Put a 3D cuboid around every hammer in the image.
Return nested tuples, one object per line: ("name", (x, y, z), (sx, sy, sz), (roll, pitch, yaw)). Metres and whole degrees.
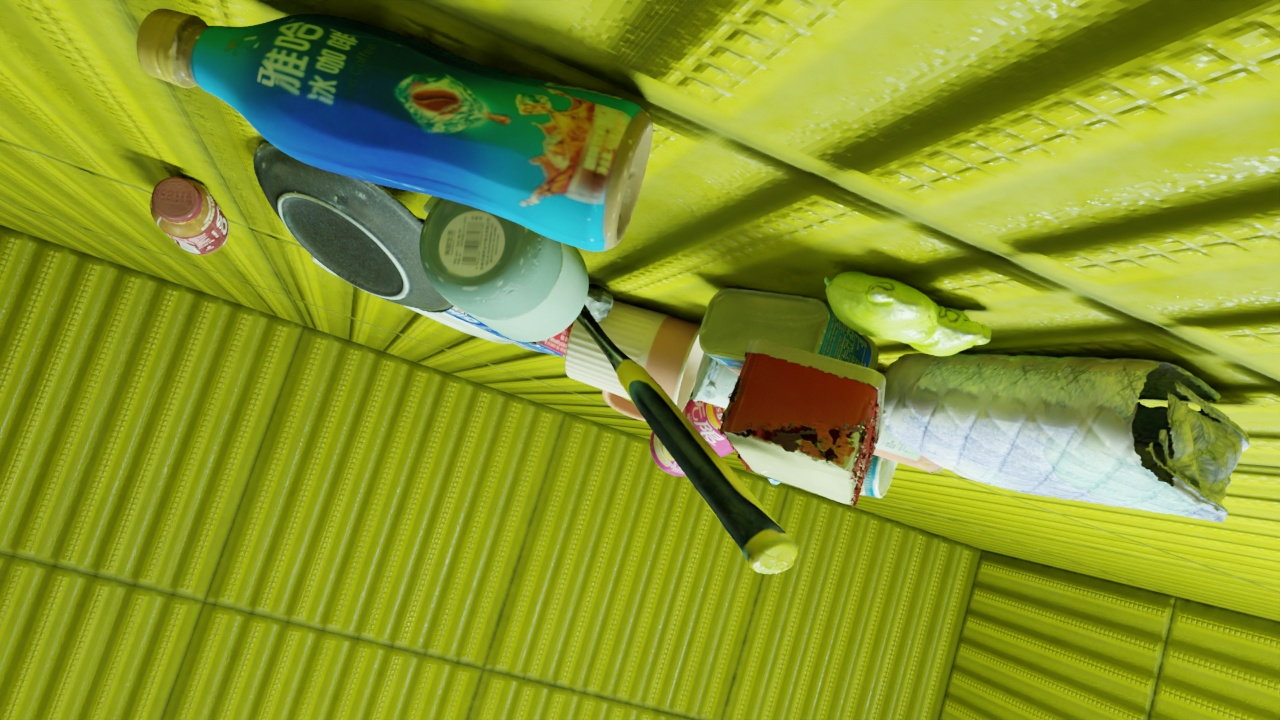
("hammer", (-0.001, 0.021, 0.641), (0.126, 0.032, 0.323), (25, -161, -47))

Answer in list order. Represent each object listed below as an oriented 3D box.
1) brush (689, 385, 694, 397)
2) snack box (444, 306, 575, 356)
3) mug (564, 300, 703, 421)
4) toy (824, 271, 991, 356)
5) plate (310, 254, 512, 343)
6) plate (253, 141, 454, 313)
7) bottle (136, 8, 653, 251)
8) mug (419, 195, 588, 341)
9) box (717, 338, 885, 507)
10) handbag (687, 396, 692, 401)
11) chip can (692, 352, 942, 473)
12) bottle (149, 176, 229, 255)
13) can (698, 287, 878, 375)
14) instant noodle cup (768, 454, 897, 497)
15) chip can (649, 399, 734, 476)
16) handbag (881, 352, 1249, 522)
("brush", (-0.003, 0.003, 0.967), (0.144, 0.055, 0.073), (17, 169, 3))
("snack box", (-0.140, -0.059, 0.830), (0.057, 0.058, 0.207), (12, 171, 36))
("mug", (-0.005, 0.005, 0.823), (0.106, 0.081, 0.115), (18, 134, 12))
("toy", (0.149, -0.025, 0.527), (0.100, 0.031, 0.097), (17, 174, -2))
("plate", (-0.224, -0.074, 0.943), (0.265, 0.034, 0.162), (26, 168, -30))
("plate", (-0.215, -0.089, 0.682), (0.179, 0.024, 0.180), (26, 154, 13))
("bottle", (-0.106, -0.105, 0.391), (0.219, 0.065, 0.065), (17, 173, 3))
("mug", (-0.097, -0.072, 0.592), (0.112, 0.082, 0.106), (40, 180, 17))
("box", (0.108, 0.054, 0.598), (0.091, 0.076, 0.168), (17, 169, 18))
("handbag", (0.089, 0.048, 1.099), (0.163, 0.063, 0.178), (16, 176, 26))
("chip can", (0.156, 0.031, 0.767), (0.214, 0.071, 0.071), (17, 173, -2))
("bottle", (-0.450, -0.144, 0.916), (0.057, 0.057, 0.175), (20, 172, -17))
("can", (0.103, -0.010, 0.648), (0.102, 0.057, 0.083), (10, 167, 39))
("instant noodle cup", (0.193, 0.088, 0.908), (0.110, 0.099, 0.099), (12, 171, 29))
("chip can", (0.079, 0.061, 0.925), (0.071, 0.071, 0.211), (19, 155, -14))
("handbag", (0.264, 0.041, 0.589), (0.134, 0.075, 0.194), (27, 168, -29))
